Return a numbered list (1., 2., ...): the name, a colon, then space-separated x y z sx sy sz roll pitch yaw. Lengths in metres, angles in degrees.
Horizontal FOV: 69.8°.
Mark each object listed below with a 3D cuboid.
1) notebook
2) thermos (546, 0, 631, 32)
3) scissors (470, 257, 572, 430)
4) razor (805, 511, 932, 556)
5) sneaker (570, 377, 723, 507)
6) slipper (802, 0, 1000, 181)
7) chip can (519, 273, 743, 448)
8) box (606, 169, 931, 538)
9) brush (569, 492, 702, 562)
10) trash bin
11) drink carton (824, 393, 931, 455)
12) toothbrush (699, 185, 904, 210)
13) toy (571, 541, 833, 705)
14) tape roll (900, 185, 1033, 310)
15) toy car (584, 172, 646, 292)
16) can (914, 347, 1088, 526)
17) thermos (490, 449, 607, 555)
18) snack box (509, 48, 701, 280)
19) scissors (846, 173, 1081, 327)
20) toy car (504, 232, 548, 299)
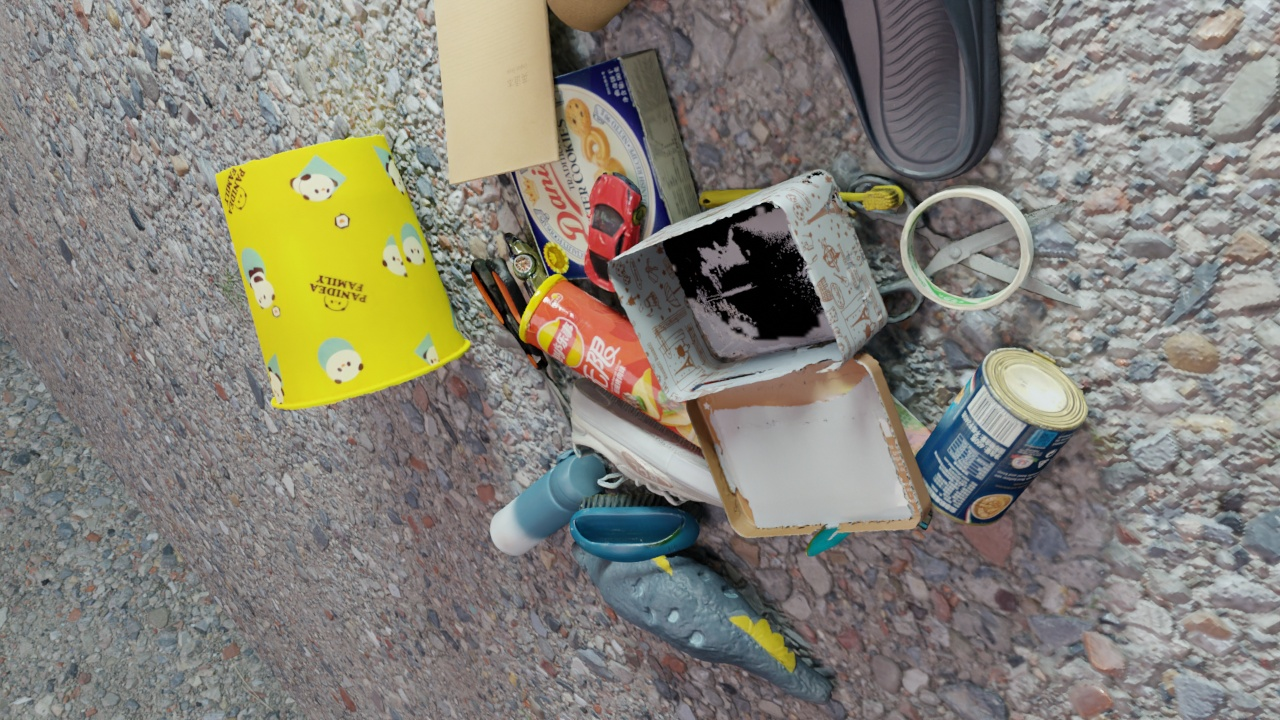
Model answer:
1. notebook: -0.129 -0.271 0.806 0.150 0.012 0.211 0 96 43
2. thermos: -0.015 -0.306 0.667 0.093 0.092 0.144 58 149 -2
3. scissors: -0.122 -0.023 0.994 0.204 0.021 0.225 42 157 39
4. razor: 0.189 0.145 0.798 0.043 0.028 0.133 30 140 -17
5. sneaker: 0.019 0.101 0.888 0.242 0.089 0.091 26 116 36
6. slipper: 0.152 -0.230 0.550 0.111 0.083 0.268 3 118 42
7. chip can: -0.005 0.005 0.835 0.216 0.073 0.073 32 135 10
8. box: 0.102 0.009 0.695 0.177 0.082 0.261 -14 104 45
9. brush: -0.009 0.177 0.953 0.144 0.073 0.055 -5 123 21
10. trash bin: -0.336 -0.104 1.023 0.230 0.228 0.255 -1 108 45
11. drink carton: 0.189 0.062 0.730 0.122 0.045 0.054 47 140 12
12. toothbrush: 0.113 -0.121 0.692 0.190 0.016 0.016 11 121 49
13. toy: 0.038 0.259 0.989 0.357 0.091 0.138 21 156 36
14. tape roll: 0.219 -0.075 0.620 0.086 0.013 0.086 19 126 29
15. toy car: -0.024 -0.107 0.775 0.049 0.031 0.106 30 132 26
16. can: 0.249 0.054 0.643 0.075 0.075 0.111 39 136 20
17. thermos: -0.110 0.170 1.087 0.070 0.070 0.221 53 139 5
18. snack box: -0.039 -0.163 0.811 0.183 0.045 0.178 0 116 44
19. scissors: 0.216 -0.072 0.642 0.181 0.014 0.160 39 136 18
20. toy car: -0.092 -0.060 0.923 0.158 0.042 0.070 61 175 -6
